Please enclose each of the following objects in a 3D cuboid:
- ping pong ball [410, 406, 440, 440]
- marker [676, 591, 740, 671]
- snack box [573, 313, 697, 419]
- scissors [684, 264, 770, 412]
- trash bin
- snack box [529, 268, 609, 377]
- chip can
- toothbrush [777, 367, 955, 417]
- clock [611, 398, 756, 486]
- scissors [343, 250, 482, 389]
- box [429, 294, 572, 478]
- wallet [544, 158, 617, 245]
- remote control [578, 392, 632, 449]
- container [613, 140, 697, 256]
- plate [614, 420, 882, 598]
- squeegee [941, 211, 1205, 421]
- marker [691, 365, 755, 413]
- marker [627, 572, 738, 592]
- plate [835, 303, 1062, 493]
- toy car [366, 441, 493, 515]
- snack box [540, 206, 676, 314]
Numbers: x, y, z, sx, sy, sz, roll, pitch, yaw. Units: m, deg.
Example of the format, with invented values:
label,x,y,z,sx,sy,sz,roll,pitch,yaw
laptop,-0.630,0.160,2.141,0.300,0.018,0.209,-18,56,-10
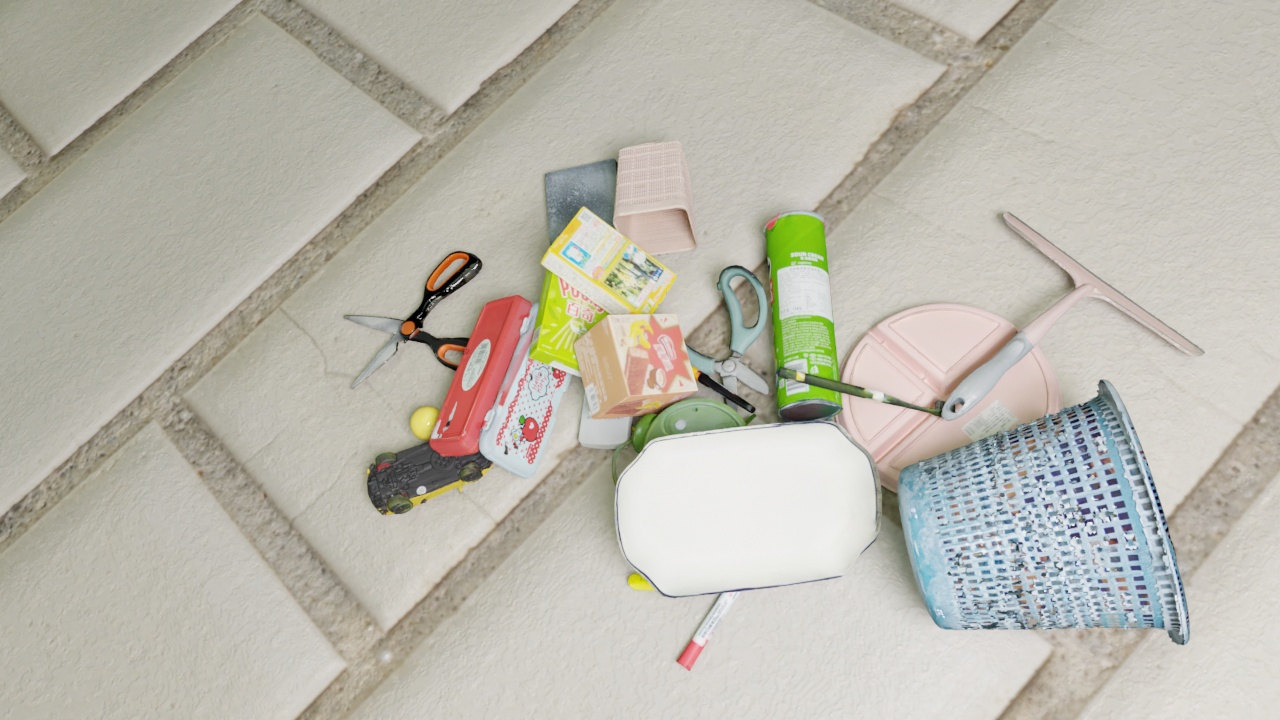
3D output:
label,x,y,z,sx,sy,sz,roll,pitch,yaw
ping pong ball,-0.249,0.074,1.074,0.040,0.040,0.040,-5,64,11
marker,0.084,0.246,0.925,0.017,0.017,0.145,30,76,24
snack box,-0.006,0.006,0.994,0.094,0.077,0.092,-3,69,-36
scissors,0.090,-0.034,1.032,0.170,0.019,0.181,31,93,26
trash bin,0.342,0.147,0.812,0.195,0.226,0.226,-15,62,21
snack box,-0.073,-0.059,1.054,0.085,0.026,0.156,22,55,-21
chip can,0.177,-0.049,1.008,0.072,0.072,0.235,-5,64,11
toothbrush,0.230,0.031,0.930,0.186,0.012,0.017,14,61,0
clock,0.047,0.106,0.977,0.161,0.056,0.116,-7,63,10
scissors,-0.266,-0.041,1.143,0.221,0.022,0.233,30,74,25
box,-0.149,0.031,1.053,0.102,0.100,0.201,-10,53,42
wallet,-0.072,-0.201,1.173,0.097,0.019,0.120,-10,62,7
remote control,-0.034,0.029,1.053,0.058,0.021,0.149,0,66,14
container,0.018,-0.198,1.110,0.090,0.090,0.110,-6,62,11
plate,0.105,0.144,0.908,0.265,0.034,0.162,-6,93,-6
squeegee,0.396,-0.022,0.931,0.249,0.040,0.247,-38,65,-14
marker,0.076,0.026,0.999,0.124,0.018,0.015,32,88,34
marker,0.045,0.226,0.934,0.124,0.015,0.018,-4,60,22
plate,0.319,0.038,0.958,0.230,0.028,0.229,-5,65,11
toy car,-0.237,0.125,1.046,0.156,0.041,0.071,-23,62,-5
snack box,-0.035,-0.105,1.060,0.140,0.034,0.086,34,53,-4
